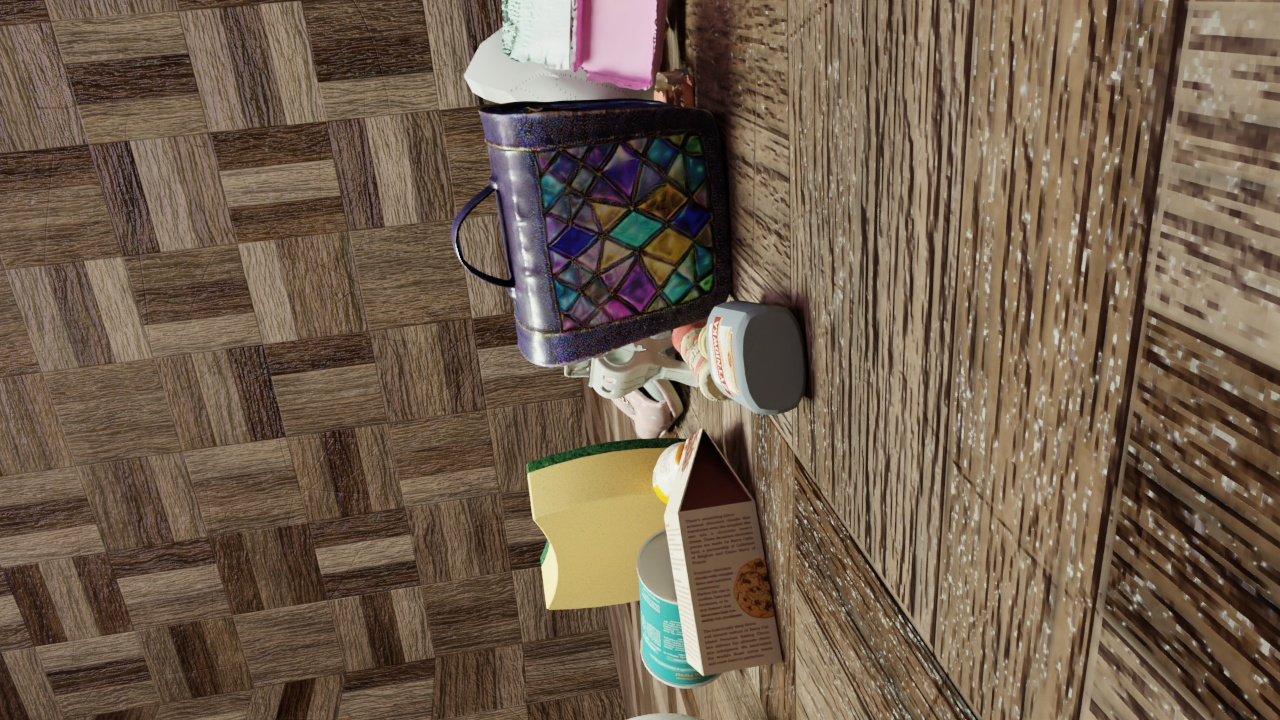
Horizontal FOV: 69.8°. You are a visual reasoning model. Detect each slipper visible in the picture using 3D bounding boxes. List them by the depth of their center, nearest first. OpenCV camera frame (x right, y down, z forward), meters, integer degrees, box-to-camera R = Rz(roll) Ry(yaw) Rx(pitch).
[{"bbox_3d":[-0.002,0.049,1.155,0.114,0.054,0.275,50,169,13],"label":"slipper"}]

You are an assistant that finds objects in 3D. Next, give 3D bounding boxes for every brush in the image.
[{"bbox_3d":[-0.028,0.202,1.108,0.251,0.195,0.075,90,170,-49],"label":"brush"}]

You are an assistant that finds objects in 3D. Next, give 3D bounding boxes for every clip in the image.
[{"bbox_3d":[-0.005,0.005,0.945,0.125,0.147,0.081,113,156,-77],"label":"clip"}]

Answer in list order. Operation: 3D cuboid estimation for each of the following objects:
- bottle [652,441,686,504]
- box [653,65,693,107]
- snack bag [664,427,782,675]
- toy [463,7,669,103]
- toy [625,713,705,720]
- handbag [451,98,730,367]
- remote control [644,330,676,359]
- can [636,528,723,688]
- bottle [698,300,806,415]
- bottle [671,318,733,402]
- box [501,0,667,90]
[{"bbox_3d":[0.047,0.114,0.952,0.109,0.063,0.063,103,159,-68],"label":"bottle"},{"bbox_3d":[0.029,-0.180,0.868,0.058,0.053,0.187,-48,-39,-55],"label":"box"},{"bbox_3d":[0.066,0.169,0.836,0.094,0.070,0.206,116,145,-78],"label":"snack bag"},{"bbox_3d":[-0.063,-0.283,0.979,0.268,0.246,0.140,123,145,-45],"label":"toy"},{"bbox_3d":[0.007,0.455,0.811,0.267,0.280,0.262,-38,55,49],"label":"toy"},{"bbox_3d":[-0.047,-0.116,0.775,0.125,0.221,0.205,-134,34,-64],"label":"handbag"},{"bbox_3d":[0.024,-0.007,1.150,0.114,0.028,0.060,107,154,-73],"label":"remote control"},{"bbox_3d":[0.048,0.257,0.956,0.099,0.099,0.144,-106,11,-51],"label":"can"},{"bbox_3d":[0.075,-0.008,0.673,0.161,0.046,0.072,-144,46,-80],"label":"bottle"},{"bbox_3d":[0.060,-0.003,0.814,0.109,0.044,0.044,-115,18,-63],"label":"bottle"},{"bbox_3d":[-0.052,-0.365,0.808,0.035,0.159,0.231,-58,-22,-53],"label":"box"}]
